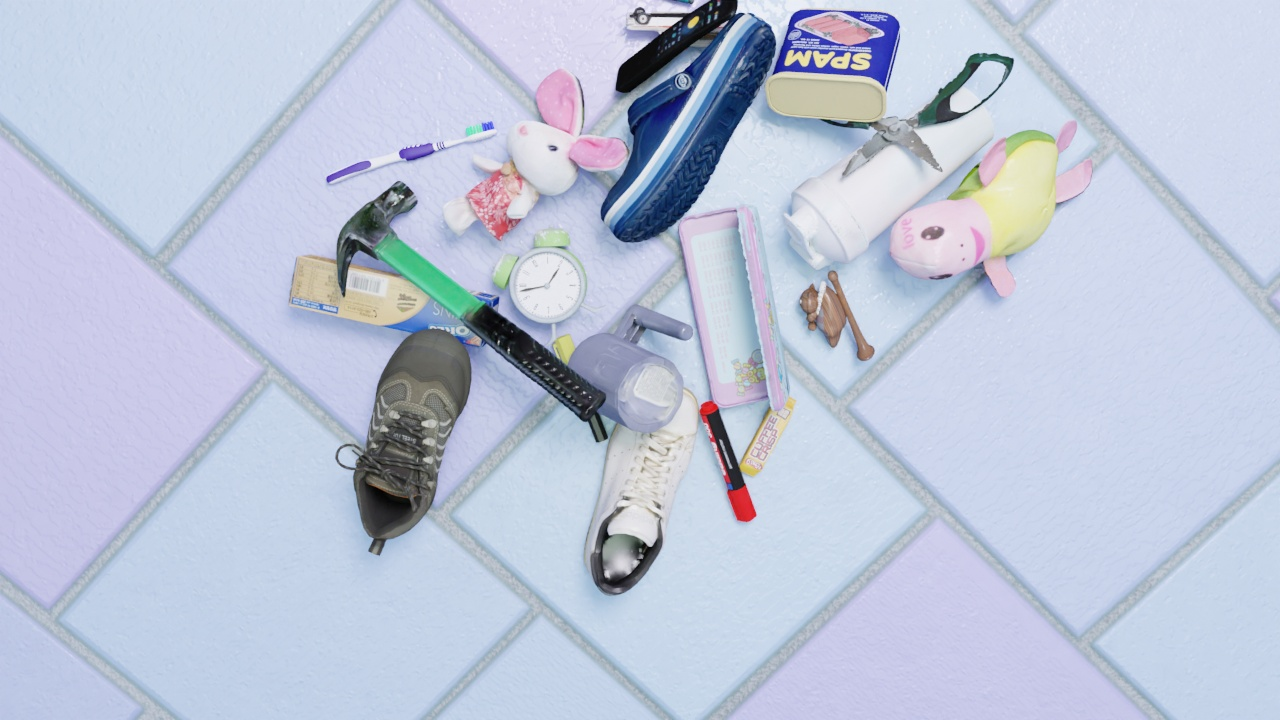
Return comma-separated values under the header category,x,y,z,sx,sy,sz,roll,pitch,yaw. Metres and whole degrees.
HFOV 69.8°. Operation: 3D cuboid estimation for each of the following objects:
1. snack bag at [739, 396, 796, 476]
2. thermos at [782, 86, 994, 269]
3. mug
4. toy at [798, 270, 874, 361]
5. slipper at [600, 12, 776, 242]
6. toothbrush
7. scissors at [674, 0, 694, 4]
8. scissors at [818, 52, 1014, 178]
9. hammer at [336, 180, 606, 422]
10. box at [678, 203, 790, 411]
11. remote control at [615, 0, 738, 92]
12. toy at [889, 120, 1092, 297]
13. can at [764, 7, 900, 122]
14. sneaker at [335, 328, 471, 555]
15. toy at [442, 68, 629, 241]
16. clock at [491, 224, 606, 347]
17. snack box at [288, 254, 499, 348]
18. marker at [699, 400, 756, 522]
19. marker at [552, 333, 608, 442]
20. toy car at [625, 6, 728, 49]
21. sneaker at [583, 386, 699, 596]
category,x,y,z,sx,sy,sz,roll,pitch,yaw
snack bag,0.139,0.082,1.008,0.026,0.020,0.099,27,98,-4
thermos,0.248,-0.182,0.931,0.220,0.099,0.099,-37,98,1
mug,-0.006,0.006,0.942,0.084,0.104,0.124,36,83,-34
toy,0.205,-0.043,0.976,0.055,0.041,0.102,-22,106,17
slipper,0.038,-0.235,0.919,0.095,0.105,0.253,37,100,14
toothbrush,-0.240,-0.217,0.957,0.187,0.015,0.016,-15,94,3
scissors,-0.001,-0.403,0.925,0.156,0.019,0.124,-28,97,6
scissors,0.249,-0.263,0.908,0.201,0.015,0.201,-40,62,-7
hammer,-0.168,-0.047,0.908,0.319,0.032,0.130,37,64,9
box,0.102,-0.051,0.948,0.089,0.092,0.214,-11,99,1
remote control,0.034,-0.310,0.897,0.152,0.041,0.020,-24,136,39
toy,0.358,-0.153,0.921,0.238,0.087,0.190,-35,134,-9
can,0.190,-0.290,0.896,0.116,0.056,0.092,10,67,20
sneaker,-0.247,0.090,0.925,0.101,0.142,0.238,16,112,-3
toy,-0.114,-0.194,0.926,0.194,0.084,0.159,-35,57,11
clock,-0.101,-0.086,0.966,0.094,0.042,0.119,-32,99,4
snack box,-0.256,-0.061,0.962,0.207,0.056,0.057,13,98,-2
marker,0.094,0.111,1.001,0.024,0.021,0.145,-13,110,24
marker,-0.065,0.032,0.999,0.021,0.017,0.124,-20,100,3
toy car,0.042,-0.336,0.930,0.113,0.039,0.039,0,121,0
sneaker,-0.003,0.142,0.975,0.089,0.102,0.241,18,98,-3
